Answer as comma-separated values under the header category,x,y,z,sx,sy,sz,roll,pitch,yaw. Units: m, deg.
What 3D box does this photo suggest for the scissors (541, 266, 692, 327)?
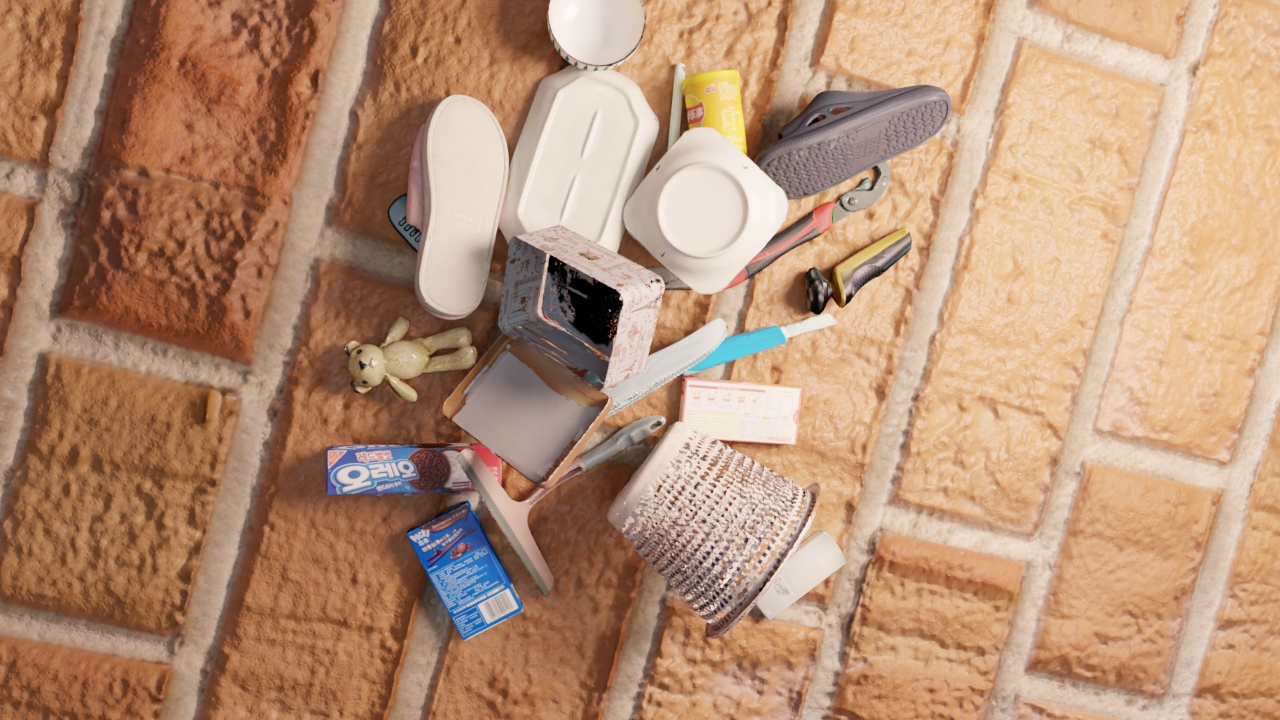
category,x,y,z,sx,sy,sz,roll,pitch,yaw
scissors,-0.035,-0.085,1.158,0.205,0.015,0.196,35,88,-10

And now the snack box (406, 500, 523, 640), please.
category,x,y,z,sx,sy,sz,roll,pitch,yaw
snack box,-0.219,0.263,1.151,0.084,0.026,0.157,-26,98,-6

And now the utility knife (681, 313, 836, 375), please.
category,x,y,z,sx,sy,sz,roll,pitch,yaw
utility knife,0.153,-0.025,1.189,0.216,0.018,0.034,-16,95,-6

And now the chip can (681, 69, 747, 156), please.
category,x,y,z,sx,sy,sz,roll,pitch,yaw
chip can,0.100,-0.245,1.137,0.072,0.072,0.213,-9,96,-8

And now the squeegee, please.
category,x,y,z,sx,sy,sz,roll,pitch,yaw
squeegee,-0.075,0.137,1.153,0.249,0.040,0.248,-33,121,-14

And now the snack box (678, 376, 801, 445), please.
category,x,y,z,sx,sy,sz,roll,pitch,yaw
snack box,0.128,0.066,1.189,0.155,0.027,0.077,5,94,-9

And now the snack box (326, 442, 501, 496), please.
category,x,y,z,sx,sy,sz,roll,pitch,yaw
snack box,-0.274,0.132,1.117,0.207,0.057,0.058,0,92,-8

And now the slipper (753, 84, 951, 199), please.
category,x,y,z,sx,sy,sz,roll,pitch,yaw
slipper,0.255,-0.287,1.154,0.268,0.111,0.083,-22,59,-6

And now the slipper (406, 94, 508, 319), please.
category,x,y,z,sx,sy,sz,roll,pitch,yaw
slipper,-0.219,-0.181,1.087,0.114,0.055,0.274,8,78,-28

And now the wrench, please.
category,x,y,z,sx,sy,sz,roll,pitch,yaw
wrench,0.213,-0.174,1.188,0.273,0.016,0.056,-35,95,-5

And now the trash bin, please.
category,x,y,z,sx,sy,sz,roll,pitch,yaw
trash bin,0.076,0.187,1.110,0.192,0.227,0.227,37,88,3

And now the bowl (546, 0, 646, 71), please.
category,x,y,z,sx,sy,sz,roll,pitch,yaw
bowl,-0.056,-0.402,1.101,0.116,0.066,0.116,0,91,-9

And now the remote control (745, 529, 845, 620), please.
category,x,y,z,sx,sy,sz,roll,pitch,yaw
remote control,0.207,0.285,1.223,0.135,0.019,0.056,-37,99,-4

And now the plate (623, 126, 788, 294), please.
category,x,y,z,sx,sy,sz,roll,pitch,yaw
plate,0.076,-0.178,1.095,0.164,0.034,0.164,41,101,0

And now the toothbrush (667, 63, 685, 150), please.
category,x,y,z,sx,sy,sz,roll,pitch,yaw
toothbrush,0.040,-0.278,1.152,0.029,0.020,0.189,4,94,-40

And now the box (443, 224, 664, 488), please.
category,x,y,z,sx,sy,sz,roll,pitch,yaw
box,-0.099,-0.009,1.051,0.179,0.125,0.274,31,100,29

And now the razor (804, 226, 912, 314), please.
category,x,y,z,sx,sy,sz,roll,pitch,yaw
razor,0.283,-0.122,1.190,0.167,0.062,0.067,-33,67,-10

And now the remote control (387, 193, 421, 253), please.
category,x,y,z,sx,sy,sz,roll,pitch,yaw
remote control,-0.248,-0.144,1.114,0.053,0.024,0.136,-45,100,-10

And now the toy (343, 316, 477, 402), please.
category,x,y,z,sx,sy,sz,roll,pitch,yaw
toy,-0.274,-0.003,1.101,0.157,0.066,0.105,-11,91,-1

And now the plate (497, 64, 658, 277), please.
category,x,y,z,sx,sy,sz,roll,pitch,yaw
plate,-0.076,-0.235,1.121,0.162,0.034,0.265,20,88,-8

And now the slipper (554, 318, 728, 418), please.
category,x,y,z,sx,sy,sz,roll,pitch,yaw
slipper,-0.007,0.007,1.125,0.245,0.104,0.074,-30,85,-2
